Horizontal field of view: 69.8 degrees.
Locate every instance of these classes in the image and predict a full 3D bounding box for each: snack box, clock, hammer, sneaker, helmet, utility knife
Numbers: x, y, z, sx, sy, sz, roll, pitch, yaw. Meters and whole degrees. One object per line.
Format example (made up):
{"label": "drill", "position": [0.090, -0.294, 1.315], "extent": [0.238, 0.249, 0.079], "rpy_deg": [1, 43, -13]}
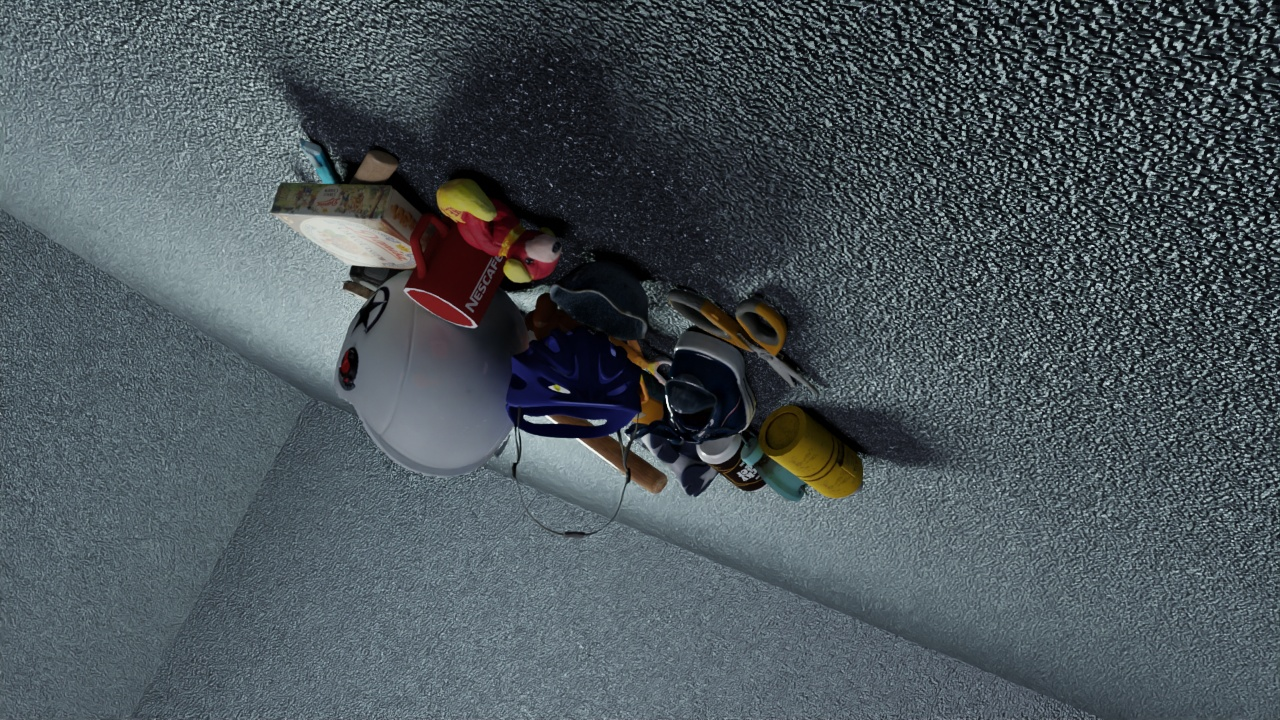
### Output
{"label": "snack box", "position": [-0.306, -0.147, 1.026], "extent": [0.147, 0.041, 0.143], "rpy_deg": [6, 164, 19]}
{"label": "clock", "position": [-0.355, -0.117, 1.279], "extent": [0.091, 0.043, 0.123], "rpy_deg": [20, 168, 0]}
{"label": "hammer", "position": [-0.329, -0.177, 1.052], "extent": [0.119, 0.030, 0.332], "rpy_deg": [18, 167, -24]}
{"label": "sneaker", "position": [0.040, 0.112, 1.383], "extent": [0.132, 0.103, 0.269], "rpy_deg": [32, 171, 34]}
{"label": "clock", "position": [0.182, 0.132, 1.227], "extent": [0.124, 0.053, 0.090], "rpy_deg": [45, -160, 11]}
{"label": "helmet", "position": [-0.229, -0.004, 1.111], "extent": [0.236, 0.263, 0.164], "rpy_deg": [20, 135, -29]}
{"label": "hammer", "position": [-0.080, 0.115, 1.432], "extent": [0.301, 0.037, 0.157], "rpy_deg": [33, -171, 24]}
{"label": "sneaker", "position": [0.065, 0.070, 1.117], "extent": [0.121, 0.127, 0.295], "rpy_deg": [19, 166, 13]}
{"label": "helmet", "position": [-0.076, 0.075, 1.012], "extent": [0.147, 0.227, 0.242], "rpy_deg": [4, 175, -12]}
{"label": "utility knife", "position": [-0.355, -0.207, 1.039], "extent": [0.022, 0.015, 0.158], "rpy_deg": [17, 166, -1]}

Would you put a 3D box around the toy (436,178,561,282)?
{"label": "toy", "position": [-0.143, -0.127, 0.903], "extent": [0.137, 0.067, 0.106], "rpy_deg": [34, 168, -4]}

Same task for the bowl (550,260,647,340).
{"label": "bowl", "position": [-0.034, -0.067, 0.938], "extent": [0.110, 0.055, 0.110], "rpy_deg": [23, 164, 7]}

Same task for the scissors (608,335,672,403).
{"label": "scissors", "position": [0.007, -0.004, 1.126], "extent": [0.012, 0.083, 0.133], "rpy_deg": [53, 165, 48]}

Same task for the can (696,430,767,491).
{"label": "can", "position": [0.137, 0.136, 1.313], "extent": [0.072, 0.071, 0.128], "rpy_deg": [11, 160, 40]}

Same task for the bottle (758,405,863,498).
{"label": "bottle", "position": [0.225, 0.124, 1.146], "extent": [0.163, 0.071, 0.071], "rpy_deg": [36, 161, -35]}

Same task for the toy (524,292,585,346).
{"label": "toy", "position": [-0.093, -0.038, 1.143], "extent": [0.095, 0.065, 0.127], "rpy_deg": [27, 175, 12]}

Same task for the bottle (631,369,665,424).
{"label": "bottle", "position": [-0.027, 0.033, 1.192], "extent": [0.068, 0.067, 0.157], "rpy_deg": [13, 169, 36]}

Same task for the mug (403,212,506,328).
{"label": "mug", "position": [-0.206, -0.105, 0.994], "extent": [0.081, 0.096, 0.116], "rpy_deg": [11, 160, 41]}

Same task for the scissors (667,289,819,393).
{"label": "scissors", "position": [0.114, -0.018, 0.953], "extent": [0.166, 0.016, 0.225], "rpy_deg": [17, 164, 28]}

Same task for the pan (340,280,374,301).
{"label": "pan", "position": [-0.271, -0.037, 1.328], "extent": [0.356, 0.040, 0.208], "rpy_deg": [22, 170, -35]}

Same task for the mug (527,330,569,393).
{"label": "mug", "position": [-0.108, 0.008, 1.246], "extent": [0.106, 0.082, 0.082], "rpy_deg": [20, 164, 20]}
